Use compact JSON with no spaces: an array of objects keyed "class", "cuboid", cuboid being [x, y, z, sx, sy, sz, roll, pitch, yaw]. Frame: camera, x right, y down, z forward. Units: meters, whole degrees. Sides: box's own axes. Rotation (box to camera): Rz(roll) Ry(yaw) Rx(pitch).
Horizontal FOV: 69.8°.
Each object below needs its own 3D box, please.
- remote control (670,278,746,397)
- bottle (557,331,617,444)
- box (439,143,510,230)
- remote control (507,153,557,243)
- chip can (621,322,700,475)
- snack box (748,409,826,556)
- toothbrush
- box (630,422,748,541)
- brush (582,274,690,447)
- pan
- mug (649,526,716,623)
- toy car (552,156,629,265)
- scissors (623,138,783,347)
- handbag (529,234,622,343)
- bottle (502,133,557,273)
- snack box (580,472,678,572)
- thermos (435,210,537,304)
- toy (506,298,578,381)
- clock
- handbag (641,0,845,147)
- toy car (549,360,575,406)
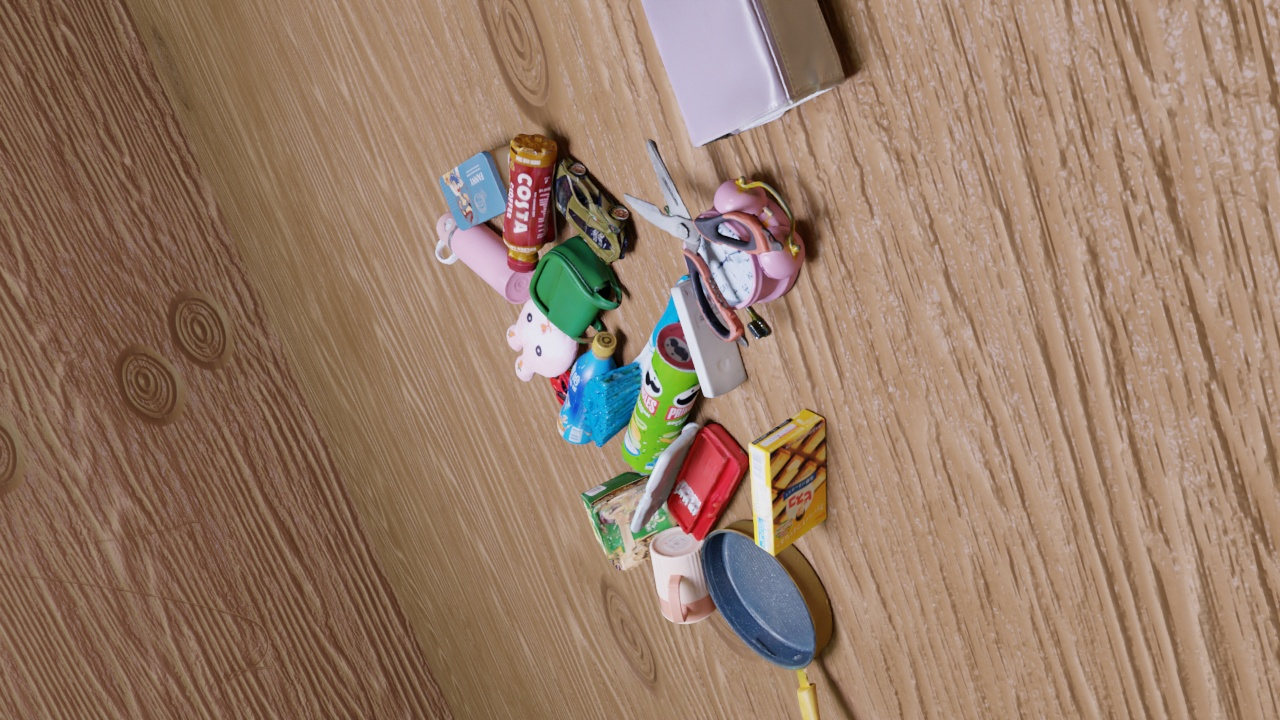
[{"class":"remote control","cuboid":[0.076,-0.027,1.017,0.019,0.056,0.135,5,118,56]},{"class":"bottle","cuboid":[-0.070,0.037,1.277,0.065,0.065,0.219,49,146,22]},{"class":"box","cuboid":[-0.211,-0.241,1.279,0.185,0.061,0.090,-9,107,60]},{"class":"remote control","cuboid":[-0.140,-0.212,1.199,0.020,0.056,0.136,-109,15,-52]},{"class":"chip can","cuboid":[0.030,0.053,1.134,0.072,0.072,0.237,49,147,22]},{"class":"snack box","cuboid":[0.160,0.131,0.985,0.034,0.086,0.141,29,136,44]},{"class":"toothbrush","cuboid":[0.079,-0.098,0.995,0.186,0.017,0.012,55,151,14]},{"class":"box","cuboid":[0.051,0.167,1.163,0.095,0.101,0.202,49,147,23]},{"class":"brush","cuboid":[-0.007,0.007,1.149,0.060,0.109,0.315,58,158,24]},{"class":"pan","cuboid":[0.184,0.368,1.141,0.357,0.078,0.198,59,150,7]},{"class":"mug","cuboid":[0.056,0.300,1.252,0.082,0.114,0.106,-5,112,17]},{"class":"toy car","cuboid":[-0.065,-0.184,1.125,0.158,0.042,0.070,50,147,25]},{"class":"scissors","cuboid":[0.057,-0.114,0.903,0.223,0.015,0.189,30,137,42]},{"class":"handbag","cuboid":[-0.081,-0.092,1.202,0.120,0.067,0.132,50,147,6]},{"class":"bottle","cuboid":[-0.142,-0.195,1.160,0.057,0.057,0.175,39,133,35]},{"class":"snack box","cuboid":[-0.025,0.220,1.318,0.106,0.118,0.117,19,130,62]},{"class":"thermos","cuboid":[-0.235,-0.151,1.364,0.198,0.087,0.067,38,-174,33]},{"class":"toy","cuboid":[-0.146,-0.028,1.331,0.160,0.054,0.121,-31,72,48]},{"class":"clock","cuboid":[0.104,-0.115,0.904,0.117,0.059,0.159,56,147,10]},{"class":"handbag","cuboid":[0.072,-0.295,0.774,0.145,0.098,0.197,-8,107,56]},{"class":"toy car","cuboid":[-0.115,0.033,1.377,0.049,0.031,0.106,24,134,48]}]
